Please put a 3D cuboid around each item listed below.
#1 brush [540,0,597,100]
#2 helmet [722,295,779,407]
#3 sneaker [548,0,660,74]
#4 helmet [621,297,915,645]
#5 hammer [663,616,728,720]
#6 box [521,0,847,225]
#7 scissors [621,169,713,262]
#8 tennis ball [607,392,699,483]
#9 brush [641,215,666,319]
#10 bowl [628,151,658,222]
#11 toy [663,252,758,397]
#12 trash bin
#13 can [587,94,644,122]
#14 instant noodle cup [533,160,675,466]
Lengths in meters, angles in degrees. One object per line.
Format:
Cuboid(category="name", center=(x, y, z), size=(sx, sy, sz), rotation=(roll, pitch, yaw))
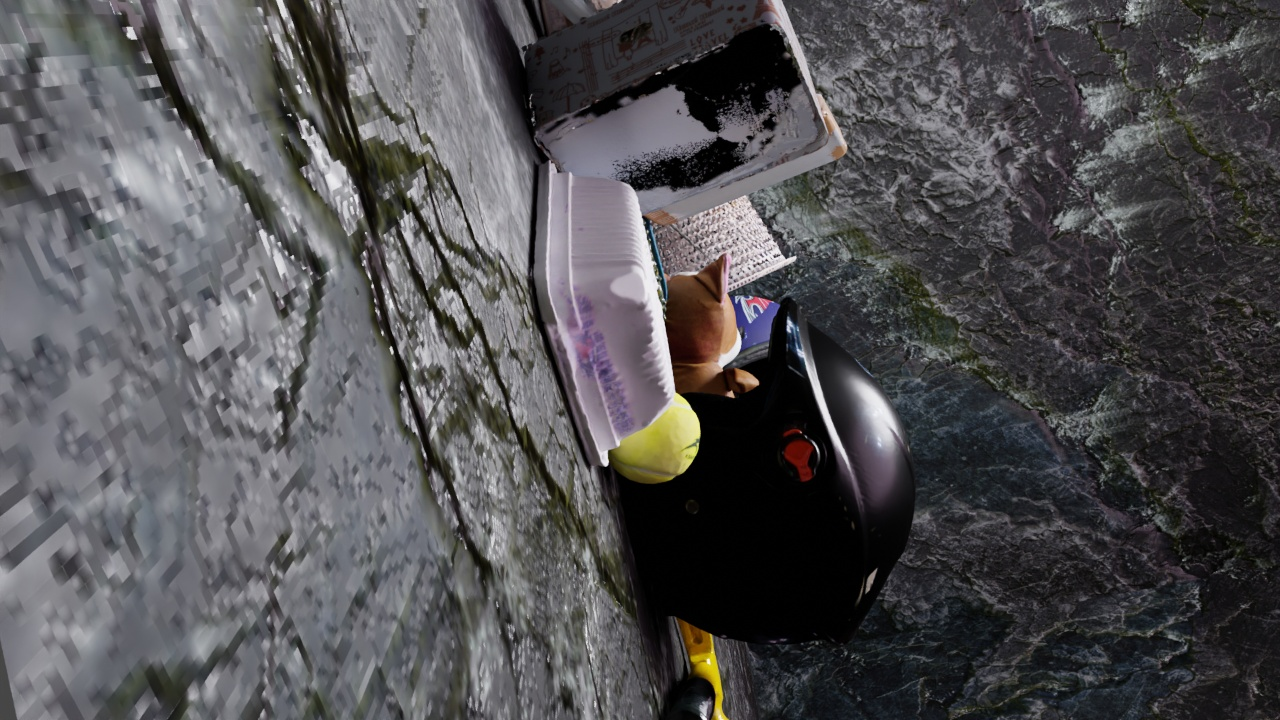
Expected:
Cuboid(category="brush", center=(-0.052, -0.286, 0.812), size=(0.073, 0.063, 0.145), rotation=(72, 8, -87))
Cuboid(category="helmet", center=(0.137, 0.035, 1.239), size=(0.240, 0.247, 0.315), rotation=(57, 12, -2))
Cuboid(category="sneaker", center=(-0.022, -0.312, 0.712), size=(0.242, 0.091, 0.089), rotation=(41, 45, -51))
Cuboid(category="helmet", center=(0.109, 0.097, 0.745), size=(0.275, 0.230, 0.233), rotation=(-64, 179, 6))
Cuboid(category="hammer", center=(0.045, 0.267, 0.734), size=(0.301, 0.033, 0.128), rotation=(59, 19, -78))
Cuboid(category="box", center=(0.051, -0.166, 0.685), size=(0.260, 0.179, 0.105), rotation=(42, 34, -57))
Cuboid(category="scissors", center=(0.002, -0.155, 0.870), size=(0.156, 0.014, 0.168), rotation=(43, 5, 26))
Cuboid(category="tennis ball", center=(0.007, 0.049, 0.605), size=(0.065, 0.065, 0.065), rotation=(-10, 88, -86))
Cuboid(category="brush", center=(-0.011, -0.099, 0.846), size=(0.073, 0.055, 0.144), rotation=(-90, 166, -54))
Cuboid(category="bowl", center=(-0.013, -0.188, 0.942), size=(0.064, 0.118, 0.118), rotation=(33, 25, -21))
Cuboid(category="toy", center=(0.062, -0.003, 0.942), size=(0.130, 0.140, 0.199), rotation=(-6, 85, -48))
Cuboid(category="trash bin", center=(0.068, -0.172, 1.234), size=(0.227, 0.227, 0.192), rotation=(-44, 110, -85))
Cuboid(category="can", center=(-0.036, -0.297, 0.974), size=(0.049, 0.074, 0.148), rotation=(-100, 175, -61))
Cuboid(category="instant noodle cup", center=(-0.019, -0.037, 0.564), size=(0.173, 0.060, 0.138), rotation=(-94, 171, -53))
